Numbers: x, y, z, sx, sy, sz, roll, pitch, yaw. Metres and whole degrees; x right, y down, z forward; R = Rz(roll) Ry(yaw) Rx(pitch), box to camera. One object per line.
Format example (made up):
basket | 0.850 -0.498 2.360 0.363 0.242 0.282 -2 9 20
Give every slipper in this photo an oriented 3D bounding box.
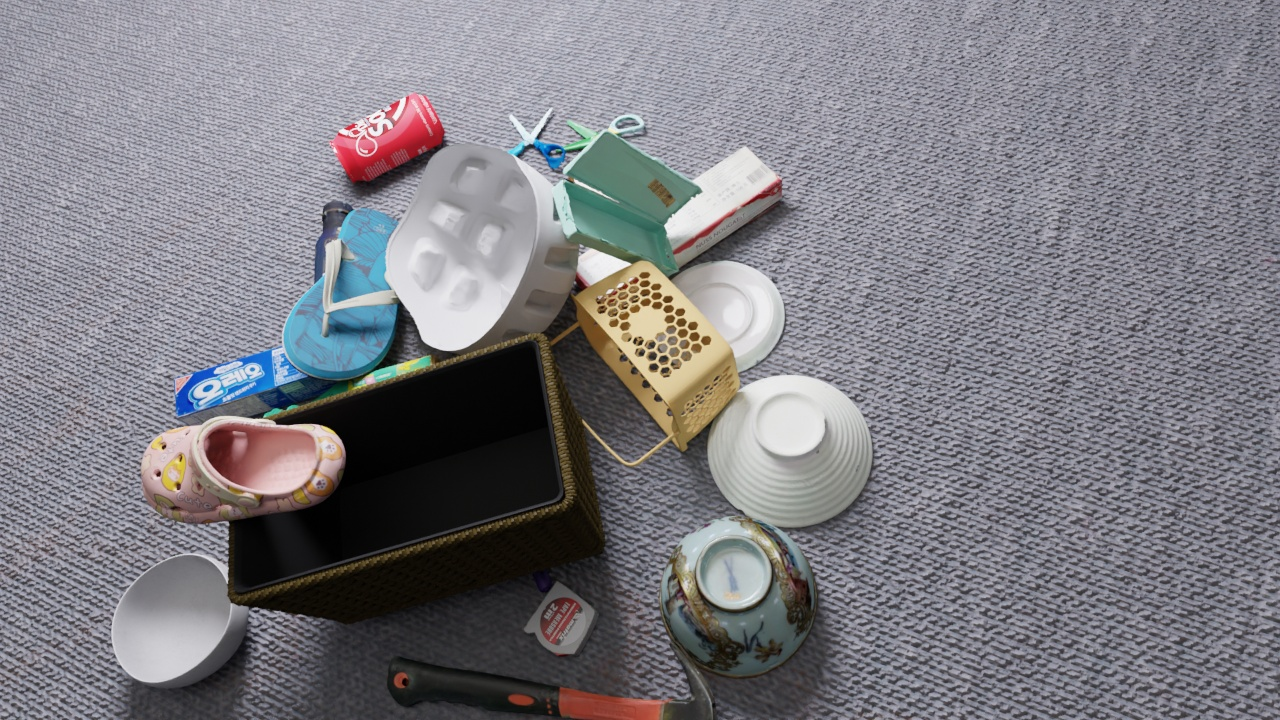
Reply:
slipper | -0.332 -0.092 1.094 0.118 0.060 0.294 28 41 -24
slipper | -0.360 0.091 0.802 0.197 0.081 0.093 -2 65 12

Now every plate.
plate | 0.090 -0.054 1.078 0.157 0.014 0.156 -4 62 7

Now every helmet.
helmet | -0.168 -0.118 1.026 0.224 0.183 0.282 -68 24 8

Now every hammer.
hammer | -0.092 0.328 0.888 0.333 0.033 0.133 2 78 14

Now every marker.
marker | -0.124 0.187 0.983 0.015 0.018 0.134 0 51 -41

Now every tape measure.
tape measure | -0.078 0.266 0.932 0.062 0.020 0.060 30 76 23

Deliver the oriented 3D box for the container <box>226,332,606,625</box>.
container | -0.198 0.136 0.899 0.321 0.205 0.176 -17 61 7

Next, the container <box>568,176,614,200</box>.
container | -0.049 -0.205 1.154 0.063 0.061 0.114 -25 61 -5

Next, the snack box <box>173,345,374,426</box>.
snack box | -0.438 0.022 1.100 0.226 0.059 0.059 -18 65 0

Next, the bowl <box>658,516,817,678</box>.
bowl | 0.092 0.218 0.888 0.160 0.094 0.159 -4 62 8

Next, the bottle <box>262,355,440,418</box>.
bottle | -0.327 0.053 1.059 0.210 0.068 0.068 -16 61 1

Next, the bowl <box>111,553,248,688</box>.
bowl | -0.475 0.276 0.966 0.132 0.064 0.131 -4 62 7

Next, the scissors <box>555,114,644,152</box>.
scissors | -0.050 -0.302 1.234 0.128 0.012 0.121 38 77 26

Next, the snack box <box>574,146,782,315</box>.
snack box | 0.045 -0.158 1.126 0.272 0.044 0.076 -35 62 -9

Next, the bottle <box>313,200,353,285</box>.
bottle | -0.387 -0.131 1.173 0.056 0.056 0.160 -11 61 3

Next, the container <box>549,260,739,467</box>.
container | -0.006 0.006 0.996 0.167 0.129 0.183 -37 63 -7

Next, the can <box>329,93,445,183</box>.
can | -0.342 -0.302 1.246 0.142 0.074 0.074 -30 62 -7

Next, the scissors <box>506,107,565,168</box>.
scissors | -0.145 -0.294 1.244 0.129 0.014 0.127 19 66 23

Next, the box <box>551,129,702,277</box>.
box | -0.004 -0.163 0.998 0.110 0.187 0.078 -45 59 18

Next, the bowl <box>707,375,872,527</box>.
bowl | 0.157 0.080 0.965 0.177 0.071 0.177 -4 62 7
